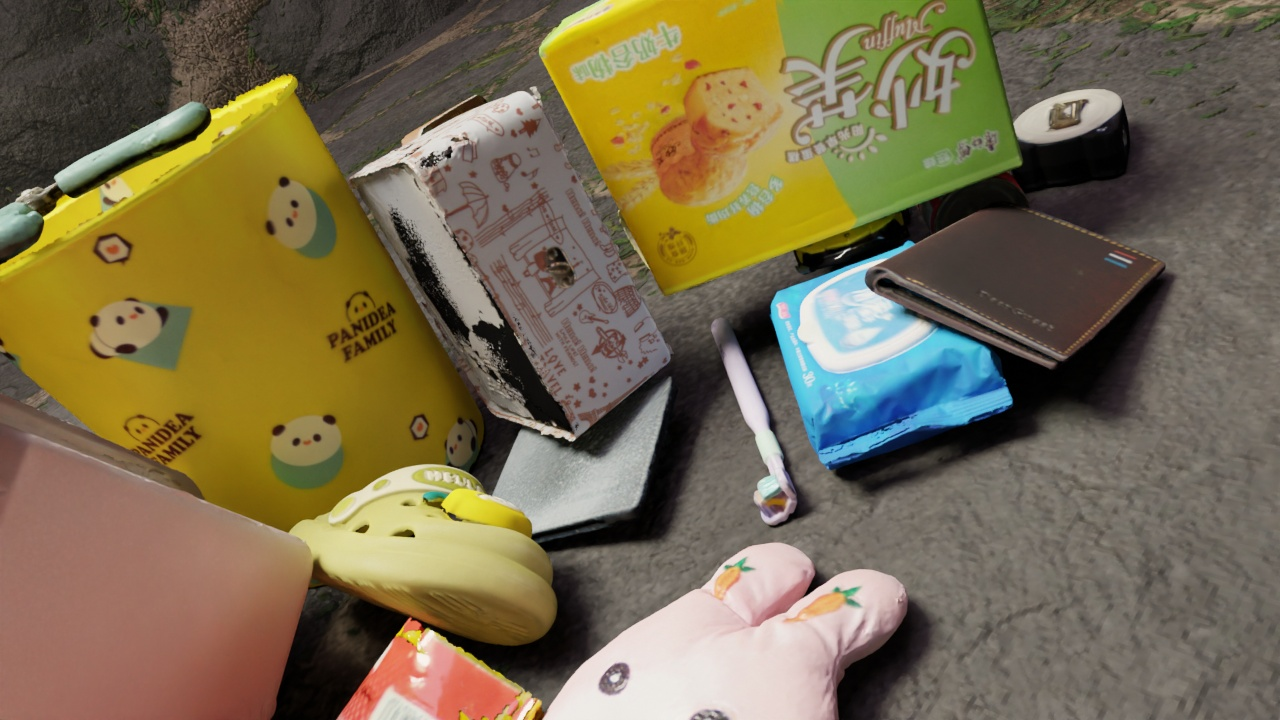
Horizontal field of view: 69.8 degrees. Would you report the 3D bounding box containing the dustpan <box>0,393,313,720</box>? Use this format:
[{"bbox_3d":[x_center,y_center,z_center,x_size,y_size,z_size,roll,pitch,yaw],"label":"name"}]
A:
[{"bbox_3d":[-0.262,0.142,0.391,0.139,0.273,0.222,6,72,25],"label":"dustpan"}]

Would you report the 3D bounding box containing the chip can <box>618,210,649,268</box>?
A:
[{"bbox_3d":[0.092,-0.147,0.689,0.221,0.072,0.072,-35,30,-10],"label":"chip can"}]

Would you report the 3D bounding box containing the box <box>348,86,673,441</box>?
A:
[{"bbox_3d":[-0.086,-0.069,0.583,0.124,0.179,0.274,-29,21,-2],"label":"box"}]

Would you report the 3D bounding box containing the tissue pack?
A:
[{"bbox_3d":[0.119,-0.010,0.471,0.095,0.052,0.157,-23,30,11],"label":"tissue pack"}]

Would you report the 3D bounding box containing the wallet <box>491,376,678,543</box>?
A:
[{"bbox_3d":[-0.036,0.061,0.520,0.121,0.019,0.097,-20,36,33],"label":"wallet"}]

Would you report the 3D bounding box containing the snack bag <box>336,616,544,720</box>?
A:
[{"bbox_3d":[-0.127,0.204,0.356,0.129,0.073,0.207,2,47,51],"label":"snack bag"}]

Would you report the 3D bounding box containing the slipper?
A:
[{"bbox_3d":[-0.115,0.091,0.475,0.191,0.091,0.081,-5,59,45],"label":"slipper"}]

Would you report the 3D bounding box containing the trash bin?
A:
[{"bbox_3d":[-0.242,-0.009,0.583,0.230,0.255,0.229,-22,30,14],"label":"trash bin"}]

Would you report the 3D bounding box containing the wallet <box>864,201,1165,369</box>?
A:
[{"bbox_3d":[0.180,-0.040,0.438,0.096,0.020,0.122,30,42,34],"label":"wallet"}]

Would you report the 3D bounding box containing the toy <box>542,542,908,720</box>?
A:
[{"bbox_3d":[0.029,0.126,0.348,0.121,0.054,0.159,4,36,48],"label":"toy"}]

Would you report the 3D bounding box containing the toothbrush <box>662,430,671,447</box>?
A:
[{"bbox_3d":[-0.004,0.003,0.602,0.012,0.017,0.185,-30,27,5],"label":"toothbrush"}]

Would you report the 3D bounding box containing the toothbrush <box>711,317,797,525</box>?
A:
[{"bbox_3d":[0.058,0.022,0.512,0.021,0.029,0.189,11,28,-11],"label":"toothbrush"}]

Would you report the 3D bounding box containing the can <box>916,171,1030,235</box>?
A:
[{"bbox_3d":[0.193,-0.113,0.566,0.053,0.053,0.132,-21,30,16],"label":"can"}]

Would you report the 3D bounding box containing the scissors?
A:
[{"bbox_3d":[-0.287,-0.093,0.474,0.179,0.019,0.172,-38,29,-13],"label":"scissors"}]

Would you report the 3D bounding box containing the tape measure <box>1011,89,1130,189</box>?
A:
[{"bbox_3d":[0.262,-0.137,0.562,0.066,0.033,0.065,-5,38,34],"label":"tape measure"}]

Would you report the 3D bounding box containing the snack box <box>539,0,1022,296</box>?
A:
[{"bbox_3d":[0.074,-0.145,0.487,0.210,0.158,0.069,-19,28,19],"label":"snack box"}]

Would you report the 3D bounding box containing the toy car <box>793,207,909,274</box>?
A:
[{"bbox_3d":[0.129,-0.089,0.569,0.071,0.041,0.155,-20,13,19],"label":"toy car"}]
